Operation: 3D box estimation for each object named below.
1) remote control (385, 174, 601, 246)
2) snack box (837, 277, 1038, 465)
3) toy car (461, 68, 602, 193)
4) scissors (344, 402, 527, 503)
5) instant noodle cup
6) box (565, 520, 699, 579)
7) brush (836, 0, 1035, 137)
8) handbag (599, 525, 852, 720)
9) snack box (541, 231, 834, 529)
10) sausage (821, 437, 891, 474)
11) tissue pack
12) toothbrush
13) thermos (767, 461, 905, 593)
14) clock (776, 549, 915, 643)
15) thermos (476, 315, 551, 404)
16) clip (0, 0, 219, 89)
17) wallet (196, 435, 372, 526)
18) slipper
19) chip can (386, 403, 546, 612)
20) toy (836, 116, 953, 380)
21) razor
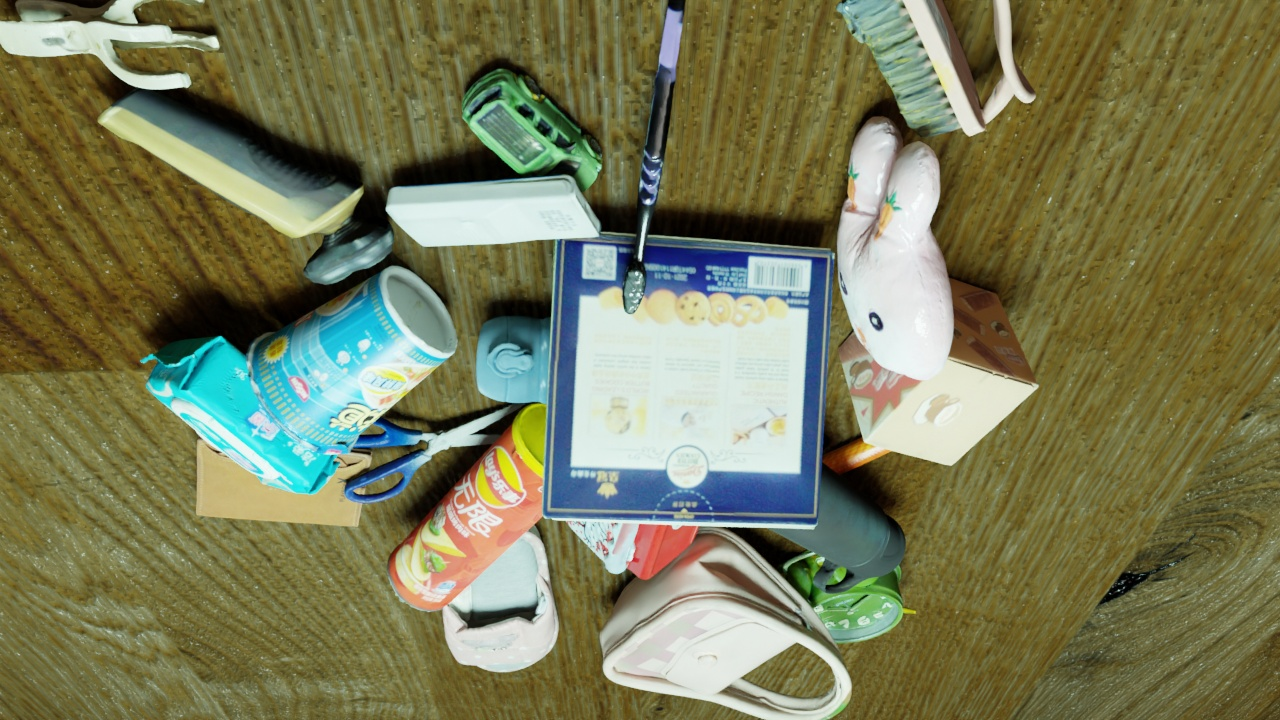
[{"bbox_3d":[-0.089,-0.087,0.550,0.125,0.024,0.049,-1,159,17],"label":"remote control"},{"bbox_3d":[0.204,0.004,0.643,0.077,0.094,0.093,16,133,-19],"label":"snack box"},{"bbox_3d":[-0.061,-0.127,0.531,0.043,0.036,0.091,-33,133,25],"label":"toy car"},{"bbox_3d":[-0.173,0.064,0.721,0.163,0.012,0.162,-42,130,20],"label":"scissors"},{"bbox_3d":[-0.185,-0.005,0.613,0.110,0.099,0.099,-33,130,15],"label":"instant noodle cup"},{"bbox_3d":[0.005,0.089,0.758,0.094,0.100,0.202,-31,151,-35],"label":"box"},{"bbox_3d":[0.155,-0.174,0.476,0.073,0.063,0.145,-19,136,29],"label":"brush"},{"bbox_3d":[0.095,0.278,0.882,0.234,0.093,0.194,33,131,-12],"label":"handbag"},{"bbox_3d":[0.029,0.013,0.595,0.178,0.182,0.046,3,-179,-8],"label":"snack box"},{"bbox_3d":[0.164,0.088,0.782,0.165,0.021,0.021,-29,131,24],"label":"sausage"},{"bbox_3d":[-0.277,0.036,0.636,0.093,0.050,0.133,-1,137,50],"label":"tissue pack"},{"bbox_3d":[0.007,-0.112,0.521,0.014,0.016,0.189,10,115,1],"label":"toothbrush"},{"bbox_3d":[0.137,0.130,0.738,0.242,0.068,0.090,36,81,-45],"label":"thermos"},{"bbox_3d":[0.195,0.223,0.900,0.116,0.056,0.161,-28,131,22],"label":"clock"},{"bbox_3d":[-0.004,0.004,0.648,0.220,0.070,0.070,3,136,-8],"label":"thermos"},{"bbox_3d":[-0.268,-0.176,0.477,0.104,0.086,0.035,18,140,17],"label":"clip"},{"bbox_3d":[-0.290,0.092,0.748,0.130,0.035,0.119,8,138,-18],"label":"wallet"},{"bbox_3d":[-0.136,0.246,0.901,0.114,0.054,0.275,1,135,-6],"label":"slipper"},{"bbox_3d":[-0.126,0.123,0.741,0.073,0.073,0.217,26,127,-28],"label":"chip can"},{"bbox_3d":[0.152,-0.064,0.558,0.054,0.121,0.160,-14,122,-5],"label":"toy"},{"bbox_3d":[-0.225,-0.101,0.533,0.167,0.062,0.067,30,97,-24],"label":"razor"}]
